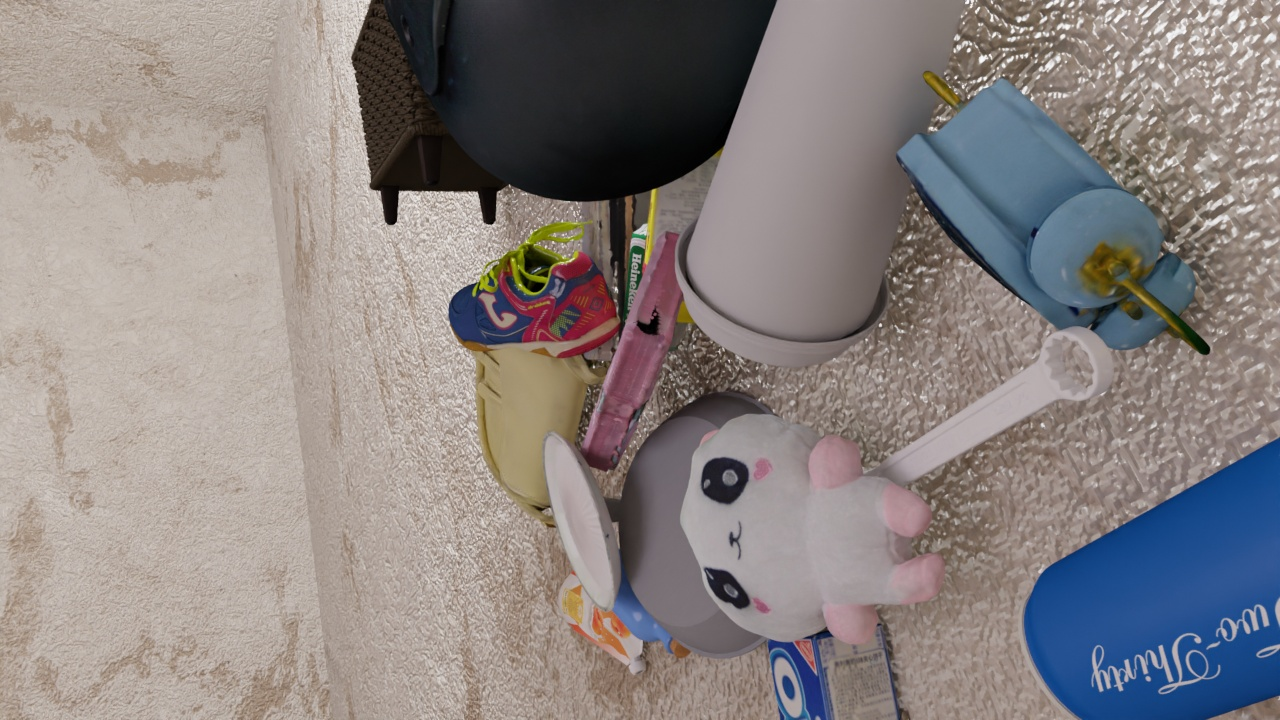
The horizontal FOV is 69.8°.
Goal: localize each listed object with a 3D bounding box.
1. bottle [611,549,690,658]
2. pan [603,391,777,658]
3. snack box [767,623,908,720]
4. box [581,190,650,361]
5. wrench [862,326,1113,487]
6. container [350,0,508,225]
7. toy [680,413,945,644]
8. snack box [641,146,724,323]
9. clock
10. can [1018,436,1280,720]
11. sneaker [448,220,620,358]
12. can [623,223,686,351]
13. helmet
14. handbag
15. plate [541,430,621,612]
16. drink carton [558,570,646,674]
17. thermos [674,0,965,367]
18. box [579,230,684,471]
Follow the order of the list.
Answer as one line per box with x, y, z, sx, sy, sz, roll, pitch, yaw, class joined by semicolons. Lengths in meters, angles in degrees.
0.005;0.215;0.797;0.131;0.048;0.048;32;119;56;bottle
0.002;0.128;0.762;0.357;0.050;0.200;-6;77;53;pan
0.133;0.279;0.563;0.059;0.059;0.226;151;114;-62;snack box
-0.023;-0.107;0.835;0.081;0.062;0.216;-178;88;-65;box
0.154;0.046;0.481;0.274;0.009;0.047;115;135;-66;wrench
-0.194;-0.266;0.976;0.321;0.176;0.205;178;88;-66;container
0.099;0.101;0.543;0.180;0.101;0.139;-3;91;57;toy
0.036;-0.104;0.709;0.025;0.061;0.149;-116;32;-74;snack box
0.181;-0.057;0.403;0.060;0.118;0.162;-45;54;23;clock
0.227;0.092;0.361;0.146;0.078;0.079;-55;45;47;can
-0.106;-0.067;0.816;0.242;0.116;0.091;9;127;51;sneaker
0.015;-0.061;0.760;0.053;0.053;0.101;25;113;58;can
-0.038;-0.219;0.585;0.317;0.248;0.236;-18;88;61;helmet
-0.110;0.037;0.958;0.191;0.088;0.233;43;128;48;handbag
-0.049;0.132;0.768;0.157;0.014;0.157;163;90;-70;plate
-0.032;0.250;0.886;0.122;0.038;0.069;11;100;54;drink carton
0.097;-0.112;0.497;0.222;0.131;0.131;102;150;-45;thermos
-0.003;0.003;0.682;0.233;0.037;0.098;112;179;-60;box
